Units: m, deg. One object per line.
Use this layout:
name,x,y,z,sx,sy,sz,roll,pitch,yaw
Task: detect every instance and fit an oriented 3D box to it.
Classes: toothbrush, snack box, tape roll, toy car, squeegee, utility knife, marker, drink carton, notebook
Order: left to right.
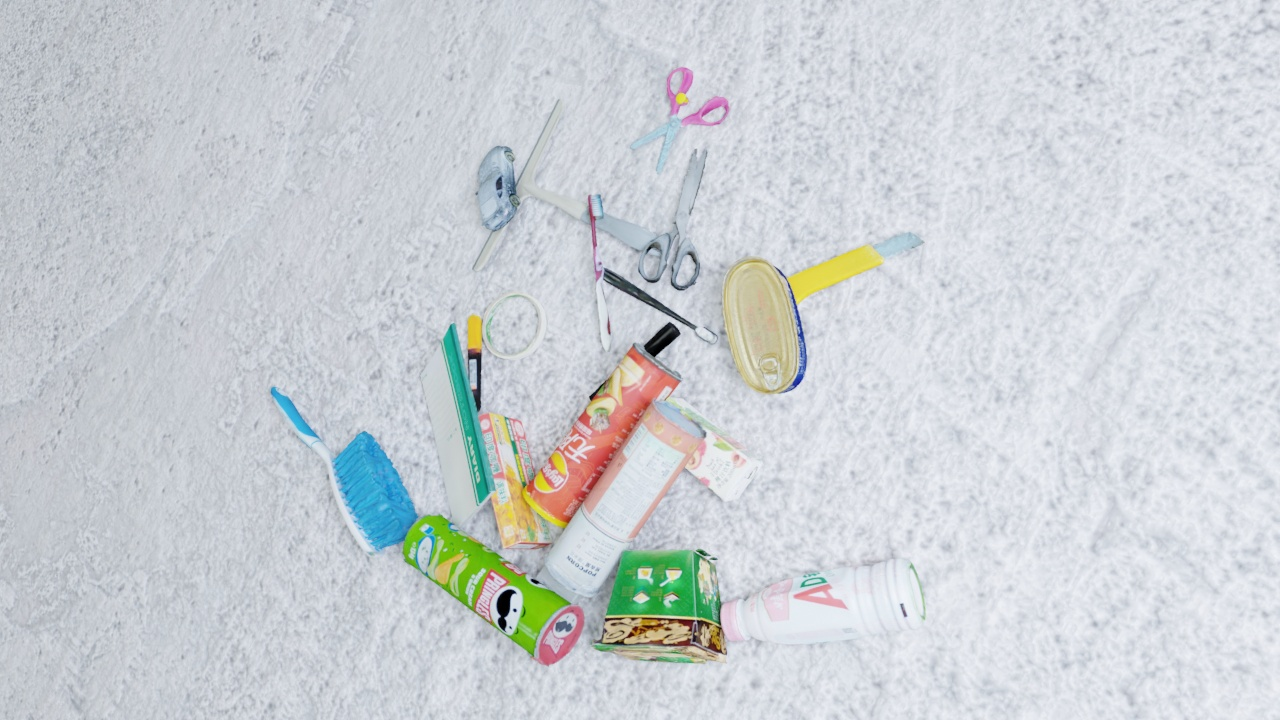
notebook,-0.219,0.081,1.091,0.151,0.012,0.209,-46,56,54
marker,-0.207,0.004,1.151,0.018,0.015,0.123,-6,79,24
toy car,-0.183,-0.220,1.162,0.054,0.036,0.120,-31,54,36
snack box,-0.148,0.140,1.062,0.027,0.077,0.155,-23,71,17
tape roll,-0.157,-0.043,1.139,0.086,0.014,0.085,-5,77,23
squeegee,-0.071,-0.179,1.116,0.247,0.039,0.246,28,91,25
toothbrush,-0.045,-0.103,1.082,0.017,0.016,0.187,-6,91,12
marker,-0.006,0.006,1.061,0.132,0.020,0.022,-43,83,11
toothbrush,0.015,-0.067,1.069,0.181,0.018,0.015,33,96,27
snack box,0.026,0.255,0.953,0.118,0.118,0.105,-5,65,22
drink carton,0.068,0.095,0.995,0.122,0.045,0.053,38,104,26
utility knife,0.209,-0.093,0.989,0.197,0.015,0.033,-22,79,20

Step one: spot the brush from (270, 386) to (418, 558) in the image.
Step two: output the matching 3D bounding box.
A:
brush,-0.390,0.123,1.187,0.110,0.060,0.314,-41,64,14

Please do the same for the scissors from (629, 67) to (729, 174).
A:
scissors,0.050,-0.285,1.101,0.124,0.017,0.133,18,91,22

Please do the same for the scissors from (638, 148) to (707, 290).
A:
scissors,0.040,-0.167,1.068,0.141,0.014,0.173,-19,81,-4

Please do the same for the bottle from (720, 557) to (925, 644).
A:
bottle,0.176,0.245,0.908,0.197,0.068,0.068,-16,73,23

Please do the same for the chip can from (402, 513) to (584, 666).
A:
chip can,-0.171,0.253,1.034,0.236,0.072,0.072,23,89,35

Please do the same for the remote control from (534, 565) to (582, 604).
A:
remote control,-0.083,0.246,1.044,0.056,0.019,0.135,40,97,25

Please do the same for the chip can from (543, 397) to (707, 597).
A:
chip can,-0.017,0.145,0.968,0.071,0.071,0.215,40,104,25

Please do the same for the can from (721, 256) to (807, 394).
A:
can,0.133,-0.036,0.981,0.075,0.049,0.148,-15,82,22

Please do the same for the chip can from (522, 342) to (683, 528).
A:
chip can,-0.043,0.085,1.026,0.073,0.073,0.217,41,99,25
